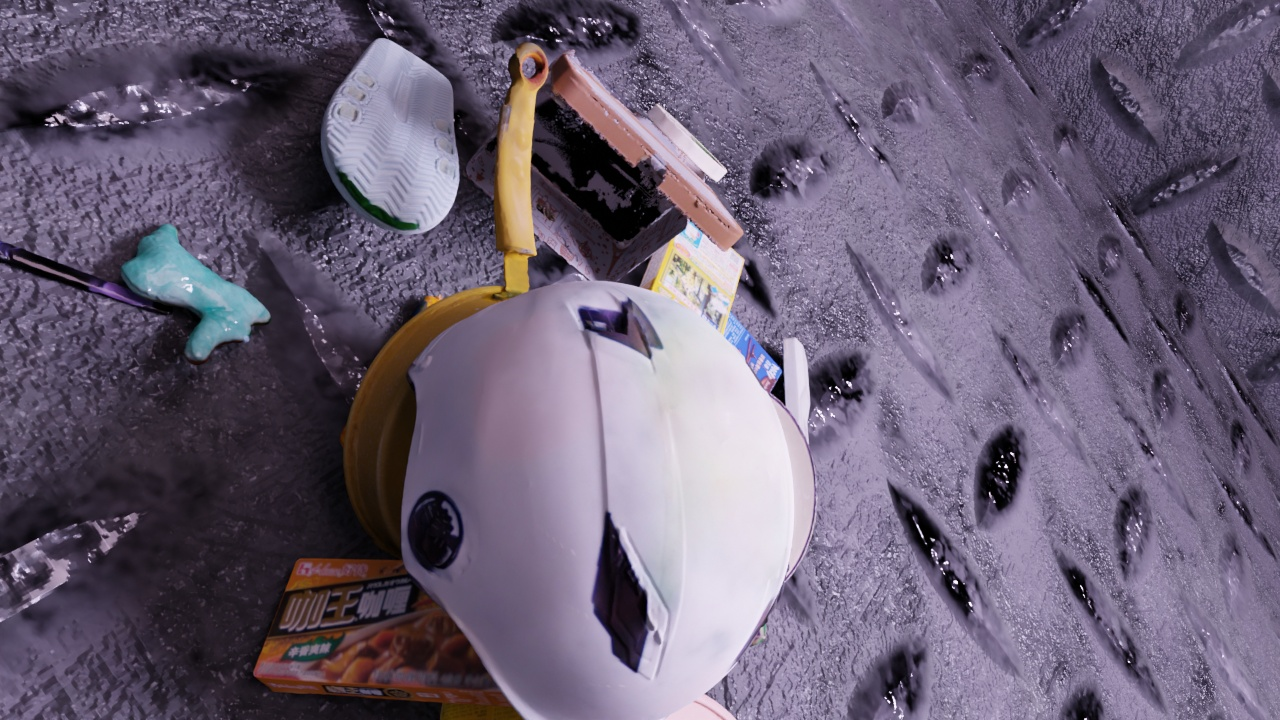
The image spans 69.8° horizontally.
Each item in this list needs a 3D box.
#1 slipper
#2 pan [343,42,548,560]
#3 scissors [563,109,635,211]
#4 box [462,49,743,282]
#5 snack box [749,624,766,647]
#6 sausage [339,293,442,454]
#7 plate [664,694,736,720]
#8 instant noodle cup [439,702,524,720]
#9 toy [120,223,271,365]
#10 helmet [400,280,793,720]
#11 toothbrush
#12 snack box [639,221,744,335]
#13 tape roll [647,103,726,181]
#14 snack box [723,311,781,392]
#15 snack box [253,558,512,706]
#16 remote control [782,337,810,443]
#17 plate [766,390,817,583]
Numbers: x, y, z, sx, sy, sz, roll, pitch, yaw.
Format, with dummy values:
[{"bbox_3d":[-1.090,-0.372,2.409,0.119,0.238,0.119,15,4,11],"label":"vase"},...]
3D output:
[{"bbox_3d":[-0.202,-0.178,0.728,0.104,0.074,0.245,27,32,-28],"label":"slipper"},{"bbox_3d":[-0.091,-0.030,0.611,0.197,0.078,0.357,5,101,-46],"label":"pan"},{"bbox_3d":[-0.054,-0.220,0.939,0.163,0.014,0.164,8,60,-41],"label":"scissors"},{"bbox_3d":[-0.024,-0.165,0.769,0.179,0.270,0.136,40,74,-19],"label":"box"},{"bbox_3d":[0.001,0.164,0.649,0.105,0.118,0.117,-5,74,-47],"label":"snack box"},{"bbox_3d":[-0.177,0.007,0.665,0.021,0.022,0.164,38,43,-20],"label":"sausage"},{"bbox_3d":[0.024,0.336,0.637,0.229,0.028,0.229,23,50,-31],"label":"plate"},{"bbox_3d":[-0.064,0.210,0.553,0.116,0.116,0.123,45,33,-52],"label":"instant noodle cup"},{"bbox_3d":[-0.283,-0.040,0.584,0.092,0.030,0.096,34,32,-22],"label":"toy"},{"bbox_3d":[0.000,0.064,0.506,0.228,0.146,0.258,16,51,-43],"label":"helmet"},{"bbox_3d":[-0.369,-0.065,0.533,0.189,0.017,0.014,24,44,-33],"label":"toothbrush"},{"bbox_3d":[0.049,-0.076,0.886,0.087,0.034,0.140,38,41,-18],"label":"snack box"},{"bbox_3d":[0.041,-0.191,0.805,0.086,0.014,0.085,41,15,-14],"label":"tape roll"},{"bbox_3d":[0.071,-0.020,0.916,0.157,0.026,0.084,48,41,-8],"label":"snack box"},{"bbox_3d":[-0.135,0.153,0.525,0.026,0.154,0.075,75,18,-49],"label":"snack box"},{"bbox_3d":[0.163,0.036,0.955,0.049,0.024,0.124,63,25,-50],"label":"remote control"},{"bbox_3d":[0.069,0.113,0.788,0.192,0.039,0.192,5,81,-32],"label":"plate"}]
